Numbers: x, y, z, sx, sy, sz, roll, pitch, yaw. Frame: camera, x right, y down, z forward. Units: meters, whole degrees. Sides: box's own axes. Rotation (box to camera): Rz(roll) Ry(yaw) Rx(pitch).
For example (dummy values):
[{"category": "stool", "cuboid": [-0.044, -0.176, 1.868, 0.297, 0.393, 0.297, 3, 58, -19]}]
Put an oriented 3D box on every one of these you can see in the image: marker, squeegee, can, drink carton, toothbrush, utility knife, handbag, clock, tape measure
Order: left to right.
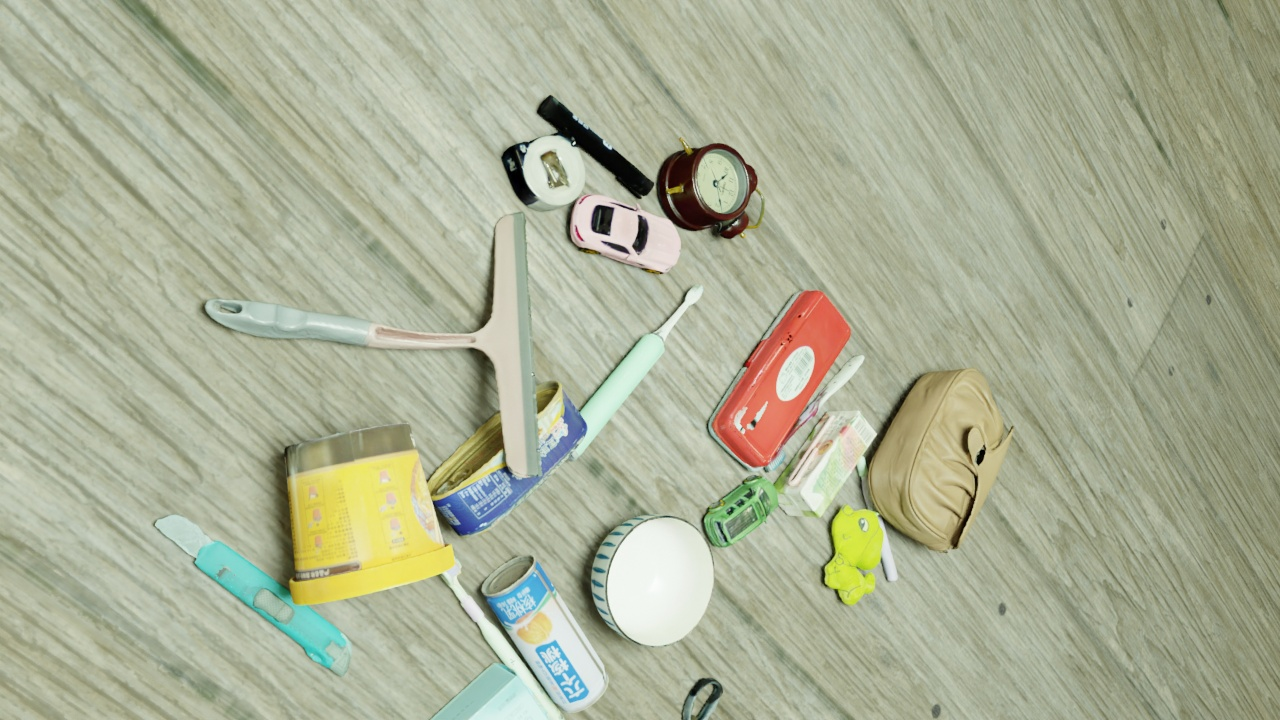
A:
[{"category": "utility knife", "cuboid": [-0.285, 0.177, 0.690, 0.187, 0.013, 0.029, 47, 65, -21]}, {"category": "squeegee", "cuboid": [-0.209, -0.024, 0.730, 0.249, 0.040, 0.247, 5, 63, -23]}, {"category": "toothbrush", "cuboid": [-0.117, 0.246, 0.790, 0.020, 0.029, 0.189, -26, 107, 13]}, {"category": "can", "cuboid": [-0.111, 0.081, 0.770, 0.147, 0.075, 0.049, -44, 113, -25]}, {"category": "can", "cuboid": [-0.080, 0.237, 0.792, 0.053, 0.053, 0.134, -37, 107, -28]}, {"category": "tape measure", "cuboid": [-0.083, -0.169, 0.824, 0.065, 0.034, 0.066, -28, 101, -28]}, {"category": "marker", "cuboid": [-0.041, -0.199, 0.861, 0.132, 0.020, 0.022, 36, 95, -27]}, {"category": "toothbrush", "cuboid": [-0.005, 0.005, 0.868, 0.026, 0.027, 0.224, 37, 66, 6]}, {"category": "clock", "cuboid": [0.075, -0.168, 0.909, 0.121, 0.055, 0.082, 21, 76, -31]}, {"category": "toothbrush", "cuboid": [0.190, 0.055, 0.994, 0.187, 0.016, 0.017, -44, 117, -26]}, {"category": "drink carton", "cuboid": [0.193, 0.107, 0.970, 0.122, 0.054, 0.045, -48, 109, -25]}, {"category": "toothbrush", "cuboid": [0.264, 0.161, 1.033, 0.021, 0.029, 0.189, -14, 98, 8]}, {"category": "handbag", "cuboid": [0.348, 0.109, 1.036, 0.148, 0.100, 0.204, 51, 59, -24]}]

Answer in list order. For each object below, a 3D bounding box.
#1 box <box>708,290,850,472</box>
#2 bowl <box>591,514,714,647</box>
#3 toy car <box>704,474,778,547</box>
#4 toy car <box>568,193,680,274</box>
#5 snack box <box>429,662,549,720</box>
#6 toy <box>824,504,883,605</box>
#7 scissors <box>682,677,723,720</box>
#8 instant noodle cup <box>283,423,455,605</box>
[{"category": "box", "cuboid": [0.148, 0.020, 0.959, 0.086, 0.047, 0.200, 46, 65, -22]}, {"category": "bowl", "cuboid": [0.003, 0.197, 0.839, 0.116, 0.066, 0.116, 1, 87, -31]}, {"category": "toy car", "cuboid": [0.105, 0.152, 0.924, 0.091, 0.036, 0.043, -33, 103, -33]}, {"category": "toy car", "cuboid": [-0.011, -0.119, 0.865, 0.122, 0.037, 0.056, 14, 82, -32]}, {"category": "snack box", "cuboid": [-0.154, 0.334, 0.742, 0.174, 0.052, 0.074, -38, 106, -27]}, {"category": "toy", "cuboid": [0.235, 0.211, 1.004, 0.096, 0.031, 0.100, 47, 70, -21]}, {"category": "scissors", "cuboid": [0.043, 0.390, 0.888, 0.159, 0.014, 0.177, 17, 81, -28]}, {"category": "instant noodle cup", "cuboid": [-0.209, 0.112, 0.687, 0.118, 0.119, 0.114, -10, 85, -32]}]
